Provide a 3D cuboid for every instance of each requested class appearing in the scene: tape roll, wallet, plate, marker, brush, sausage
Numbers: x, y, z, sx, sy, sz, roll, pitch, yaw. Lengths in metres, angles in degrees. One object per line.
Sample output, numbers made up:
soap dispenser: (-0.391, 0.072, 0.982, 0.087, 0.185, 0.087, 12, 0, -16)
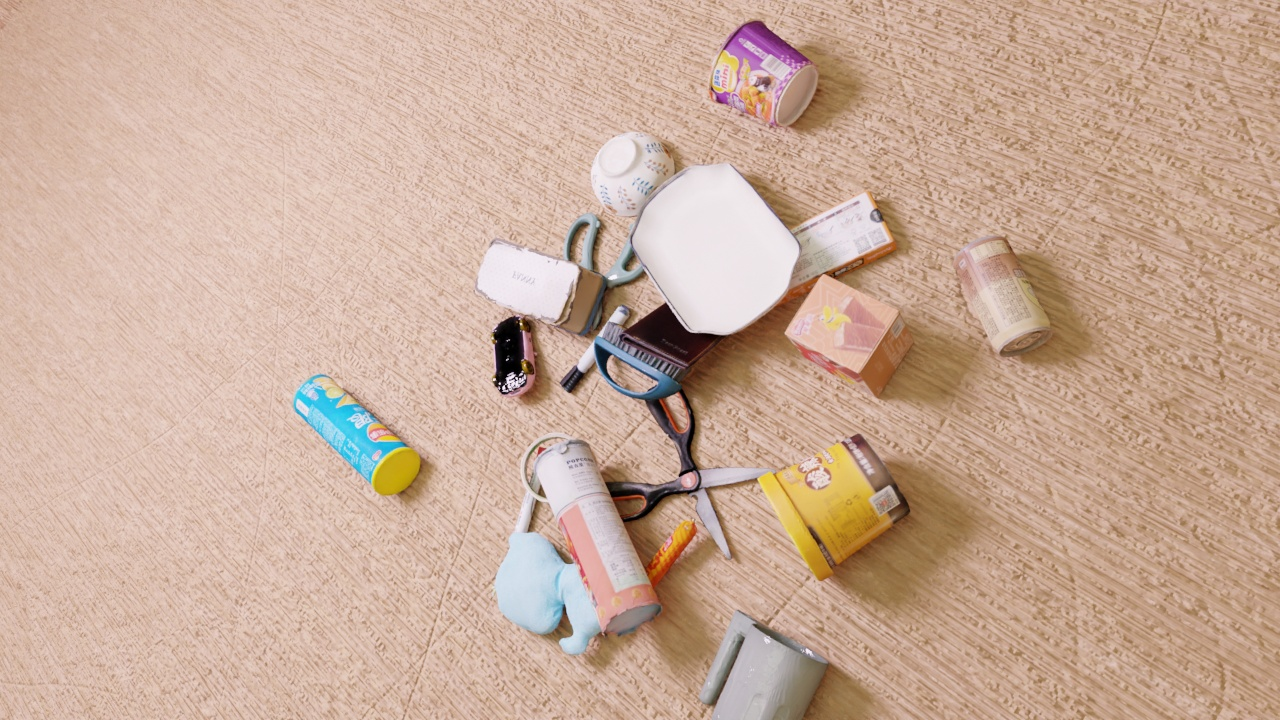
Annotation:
tape roll: (-0.102, 0.131, 1.111, 0.086, 0.014, 0.085, -3, 74, 10)
wallet: (0.050, -0.037, 1.063, 0.096, 0.020, 0.122, 24, 43, 30)
plate: (0.088, -0.130, 1.085, 0.162, 0.034, 0.265, -38, 49, 7)
marker: (-0.137, 0.177, 1.122, 0.017, 0.017, 0.145, 8, 76, 28)
marker: (-0.057, -0.015, 1.150, 0.018, 0.022, 0.131, 37, 92, 41)
brush: (-0.006, 0.006, 1.089, 0.144, 0.055, 0.073, 31, 87, 42)
sausage: (0.012, 0.238, 1.013, 0.021, 0.021, 0.165, 42, 101, 31)

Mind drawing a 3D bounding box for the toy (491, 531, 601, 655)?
toy: (-0.107, 0.264, 1.053, 0.156, 0.050, 0.161, -23, 61, 16)

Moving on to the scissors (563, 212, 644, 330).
scissors: (-0.061, -0.125, 1.195, 0.172, 0.019, 0.176, 33, 90, 31)

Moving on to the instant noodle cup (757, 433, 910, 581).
instant noodle cup: (0.195, 0.141, 0.917, 0.114, 0.118, 0.118, -31, 61, 4)

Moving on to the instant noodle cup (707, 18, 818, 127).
instant noodle cup: (0.155, -0.344, 1.121, 0.099, 0.111, 0.111, 39, 91, 22)

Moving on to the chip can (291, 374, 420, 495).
chip can: (-0.388, 0.098, 1.244, 0.210, 0.071, 0.071, 33, 88, 32)

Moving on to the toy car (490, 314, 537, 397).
toy car: (-0.163, -0.005, 1.192, 0.056, 0.037, 0.122, -23, 51, 16)

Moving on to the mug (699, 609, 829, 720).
mug: (0.115, 0.321, 0.917, 0.124, 0.083, 0.103, 16, 79, 57)

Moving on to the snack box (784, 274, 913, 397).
snack box: (0.222, -0.025, 0.972, 0.094, 0.092, 0.077, 32, 88, 31)

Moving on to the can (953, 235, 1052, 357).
can: (0.368, -0.066, 0.935, 0.059, 0.058, 0.116, -24, 63, 17)

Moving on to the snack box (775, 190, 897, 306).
snack box: (0.208, -0.128, 1.056, 0.154, 0.026, 0.075, -26, 62, 16)

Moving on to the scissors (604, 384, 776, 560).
scissors: (0.039, 0.130, 1.048, 0.221, 0.021, 0.233, -27, 61, 16)

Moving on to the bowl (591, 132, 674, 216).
bowl: (-0.018, -0.251, 1.194, 0.114, 0.062, 0.113, -9, 68, 22)

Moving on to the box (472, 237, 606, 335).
box: (-0.128, -0.095, 1.180, 0.184, 0.062, 0.090, 23, 92, 33)

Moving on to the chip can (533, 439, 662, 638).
chip can: (-0.049, 0.192, 1.012, 0.071, 0.071, 0.214, -35, 57, 11)
